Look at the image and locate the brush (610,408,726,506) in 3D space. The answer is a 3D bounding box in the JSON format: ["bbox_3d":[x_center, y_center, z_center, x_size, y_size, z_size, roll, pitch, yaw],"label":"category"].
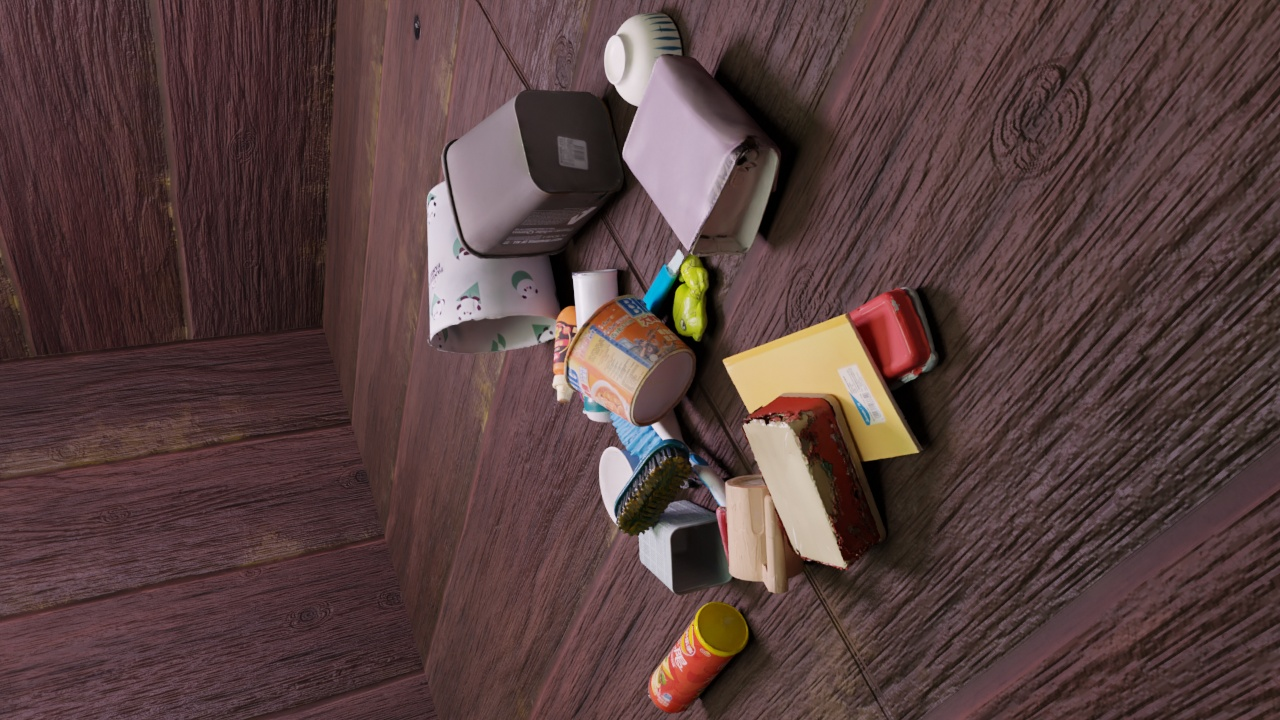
[{"bbox_3d":[0.041,0.118,1.211,0.110,0.060,0.314,-59,43,34],"label":"brush"}]

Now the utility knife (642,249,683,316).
[{"bbox_3d":[0.027,-0.094,1.206,0.186,0.018,0.034,122,137,-61],"label":"utility knife"}]

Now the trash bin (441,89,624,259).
[{"bbox_3d":[-0.152,-0.274,1.345,0.220,0.198,0.198,-21,80,55],"label":"trash bin"}]

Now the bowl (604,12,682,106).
[{"bbox_3d":[-0.004,-0.377,1.154,0.116,0.066,0.116,25,119,58],"label":"bowl"}]

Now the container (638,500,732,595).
[{"bbox_3d":[0.054,0.239,1.199,0.111,0.090,0.090,-163,68,-63],"label":"container"}]

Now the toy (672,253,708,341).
[{"bbox_3d":[0.064,-0.077,1.149,0.096,0.031,0.100,-115,33,-43],"label":"toy"}]

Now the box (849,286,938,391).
[{"bbox_3d":[0.210,0.001,0.895,0.202,0.047,0.086,-40,65,59],"label":"box"}]

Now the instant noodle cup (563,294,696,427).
[{"bbox_3d":[-0.007,0.007,1.183,0.111,0.151,0.152,38,132,29],"label":"instant noodle cup"}]

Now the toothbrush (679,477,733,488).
[{"bbox_3d":[0.099,0.156,1.166,0.190,0.016,0.014,-14,81,61],"label":"toothbrush"}]

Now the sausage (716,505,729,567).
[{"bbox_3d":[0.109,0.218,1.107,0.020,0.020,0.156,54,166,42],"label":"sausage"}]

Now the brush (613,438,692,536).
[{"bbox_3d":[0.013,0.153,1.163,0.144,0.055,0.073,-56,22,26],"label":"brush"}]

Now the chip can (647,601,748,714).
[{"bbox_3d":[0.073,0.400,1.226,0.073,0.073,0.217,64,148,30],"label":"chip can"}]

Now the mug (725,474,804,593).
[{"bbox_3d":[0.138,0.187,1.010,0.124,0.084,0.103,-109,14,-86],"label":"mug"}]

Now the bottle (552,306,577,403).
[{"bbox_3d":[-0.105,-0.007,1.404,0.067,0.066,0.149,-29,47,61],"label":"bottle"}]

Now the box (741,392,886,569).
[{"bbox_3d":[0.167,0.122,0.908,0.091,0.077,0.168,-1,116,58],"label":"box"}]

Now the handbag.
[{"bbox_3d":[0.070,-0.230,1.024,0.197,0.098,0.145,59,147,38],"label":"handbag"}]

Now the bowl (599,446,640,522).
[{"bbox_3d":[-0.005,0.177,1.315,0.118,0.064,0.118,29,123,57],"label":"bowl"}]

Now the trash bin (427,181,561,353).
[{"bbox_3d":[-0.251,-0.161,1.533,0.230,0.229,0.251,-30,65,61],"label":"trash bin"}]

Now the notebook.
[{"bbox_3d":[0.172,0.041,0.918,0.146,0.010,0.207,61,150,-2],"label":"notebook"}]

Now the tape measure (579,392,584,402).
[{"bbox_3d":[-0.073,0.040,1.432,0.058,0.039,0.057,106,151,-49],"label":"tape measure"}]

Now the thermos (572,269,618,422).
[{"bbox_3d":[-0.057,-0.021,1.358,0.073,0.073,0.224,12,109,61],"label":"thermos"}]
